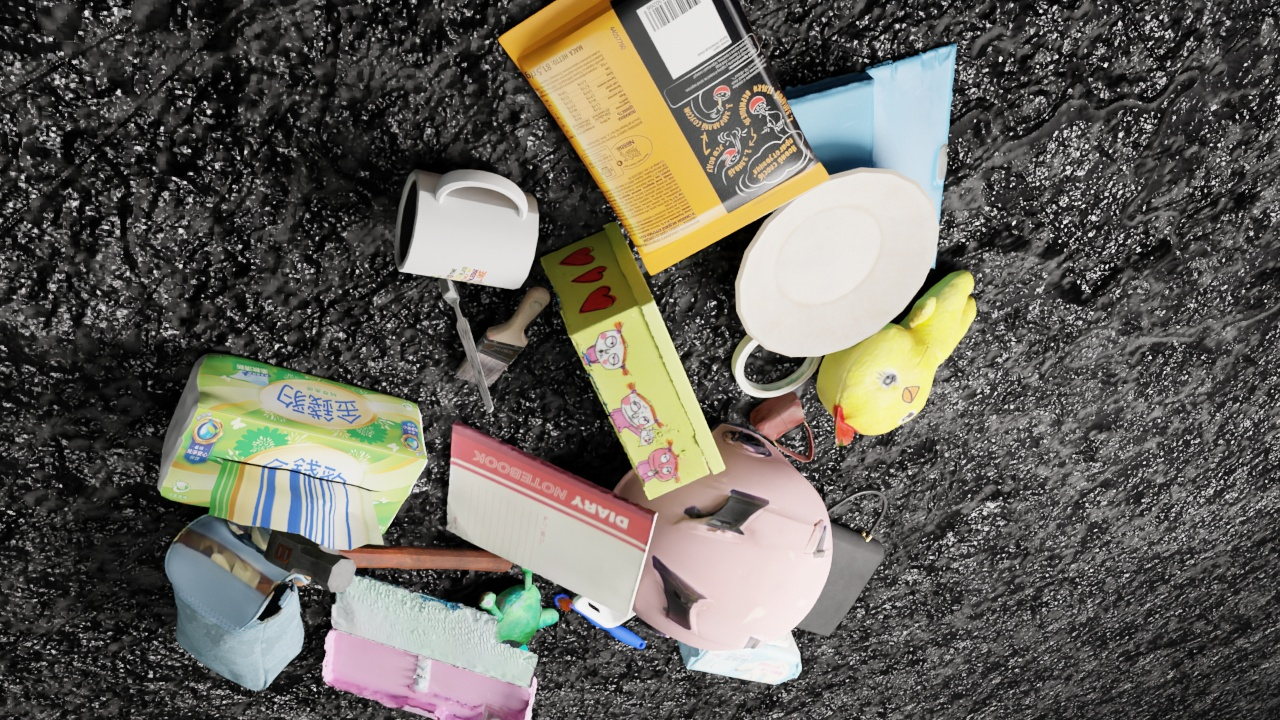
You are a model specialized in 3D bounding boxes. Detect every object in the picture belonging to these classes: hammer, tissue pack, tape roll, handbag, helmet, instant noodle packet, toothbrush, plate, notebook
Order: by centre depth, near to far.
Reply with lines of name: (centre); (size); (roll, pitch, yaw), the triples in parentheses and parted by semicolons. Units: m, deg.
instant noodle packet: (0.024, -0.183, 0.677); (0.160, 0.032, 0.221); (-27, 121, 13)
toothbrush: (-0.132, -0.017, 0.685); (0.010, 0.181, 0.010); (-39, 128, 6)
tissue pack: (-0.280, 0.092, 0.750); (0.197, 0.141, 0.120); (12, 124, -28)
plate: (0.167, -0.085, 0.795); (0.188, 0.027, 0.189); (-11, 131, -13)
hammer: (-0.215, 0.182, 0.850); (0.300, 0.111, 0.028); (25, 80, -61)
handbag: (-0.361, 0.216, 0.852); (0.122, 0.118, 0.192); (27, 136, 9)
notebook: (-0.092, 0.152, 0.872); (0.209, 0.012, 0.153); (22, 130, 13)
tape roll: (0.136, -0.002, 0.910); (0.093, 0.013, 0.093); (-10, 132, -11)
helmet: (0.087, 0.197, 0.932); (0.255, 0.152, 0.230); (32, 96, -33)
handbag: (0.162, 0.078, 0.984); (0.055, 0.029, 0.119); (-34, 138, 7)
handbag: (0.219, 0.225, 1.103); (0.175, 0.072, 0.196); (26, 112, -35)
tissue pack: (0.116, 0.324, 1.114); (0.181, 0.112, 0.070); (21, 120, -34)
toothbrush: (-0.045, 0.320, 1.115); (0.182, 0.018, 0.016); (42, 78, -40)

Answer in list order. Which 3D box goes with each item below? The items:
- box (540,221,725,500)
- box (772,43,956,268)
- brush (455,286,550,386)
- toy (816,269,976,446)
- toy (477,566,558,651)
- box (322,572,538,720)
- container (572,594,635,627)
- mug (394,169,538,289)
box: (-0.005, 0.005, 0.793); (0.081, 0.124, 0.221); (-23, 131, -2)
box: (0.195, -0.144, 0.799); (0.174, 0.033, 0.232); (-18, 132, -6)
brush: (-0.114, -0.018, 0.773); (0.039, 0.012, 0.152); (14, 144, -29)
toy: (0.253, -0.004, 0.907); (0.207, 0.092, 0.134); (-37, 138, 0)
toy: (-0.152, 0.307, 1.035); (0.130, 0.072, 0.194); (-39, 151, -42)
box: (-0.219, 0.307, 0.963); (0.230, 0.035, 0.160); (15, 115, 6)
container: (-0.011, 0.239, 1.037); (0.129, 0.049, 0.081); (-35, 132, 10)
mug: (-0.125, -0.104, 0.678); (0.089, 0.073, 0.105); (8, 151, -26)
